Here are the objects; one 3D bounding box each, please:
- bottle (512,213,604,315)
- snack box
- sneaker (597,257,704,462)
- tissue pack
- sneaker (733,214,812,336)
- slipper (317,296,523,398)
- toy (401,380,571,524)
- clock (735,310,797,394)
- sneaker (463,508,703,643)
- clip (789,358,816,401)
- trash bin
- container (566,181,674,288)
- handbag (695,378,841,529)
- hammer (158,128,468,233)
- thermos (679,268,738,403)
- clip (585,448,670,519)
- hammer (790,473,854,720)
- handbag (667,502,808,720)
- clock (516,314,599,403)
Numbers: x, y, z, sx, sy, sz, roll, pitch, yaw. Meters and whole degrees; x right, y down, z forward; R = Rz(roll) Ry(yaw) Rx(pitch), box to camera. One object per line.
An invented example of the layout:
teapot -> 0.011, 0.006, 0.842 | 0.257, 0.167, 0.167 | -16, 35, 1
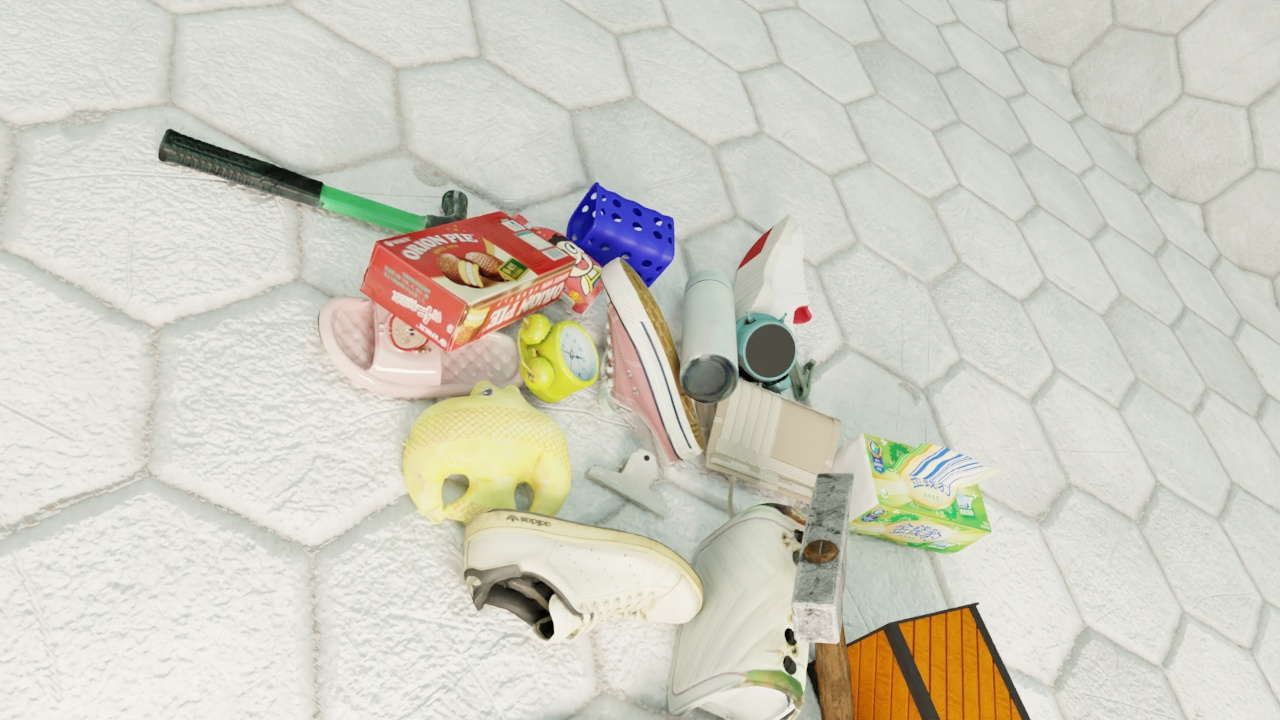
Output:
bottle -> -0.103, -0.119, 1.087 | 0.137, 0.062, 0.061 | 40, 44, -3
snack box -> -0.171, -0.090, 0.957 | 0.113, 0.060, 0.235 | 33, 25, 10
sneaker -> -0.006, 0.006, 1.039 | 0.118, 0.088, 0.241 | -17, 87, -75
tissue pack -> 0.352, 0.153, 1.136 | 0.197, 0.142, 0.120 | 11, 52, -28
sneaker -> 0.195, -0.098, 1.266 | 0.104, 0.091, 0.235 | 39, 42, -16
slipper -> -0.215, -0.012, 0.931 | 0.221, 0.056, 0.106 | 12, 53, -31
toy -> -0.147, 0.090, 0.897 | 0.170, 0.065, 0.154 | 12, 64, -20
clock -> 0.151, 0.001, 1.149 | 0.090, 0.053, 0.124 | 2, 96, -14
sneaker -> -0.049, 0.215, 0.844 | 0.241, 0.089, 0.102 | 19, 40, -16
clip -> 0.216, 0.024, 1.228 | 0.061, 0.023, 0.075 | 22, 45, -18
trash bin -> 0.288, 0.362, 0.931 | 0.139, 0.140, 0.171 | 0, 57, -35
container -> -0.025, -0.152, 1.151 | 0.113, 0.085, 0.084 | 20, 49, -23
handbag -> 0.149, 0.133, 1.077 | 0.175, 0.062, 0.197 | 22, 53, -20
hammer -> -0.343, -0.177, 0.988 | 0.318, 0.032, 0.130 | 17, 50, -23
thermos -> 0.082, -0.035, 1.103 | 0.068, 0.068, 0.229 | 29, 27, -13
clip -> -0.004, 0.124, 0.989 | 0.101, 0.044, 0.054 | 31, 58, -12
hammer -> 0.189, 0.280, 0.880 | 0.217, 0.037, 0.301 | -58, 142, -60
handbag -> 0.111, 0.252, 0.894 | 0.096, 0.142, 0.198 | 30, 46, -15
clock -> -0.095, -0.002, 0.973 | 0.119, 0.057, 0.083 | 18, 58, -53
